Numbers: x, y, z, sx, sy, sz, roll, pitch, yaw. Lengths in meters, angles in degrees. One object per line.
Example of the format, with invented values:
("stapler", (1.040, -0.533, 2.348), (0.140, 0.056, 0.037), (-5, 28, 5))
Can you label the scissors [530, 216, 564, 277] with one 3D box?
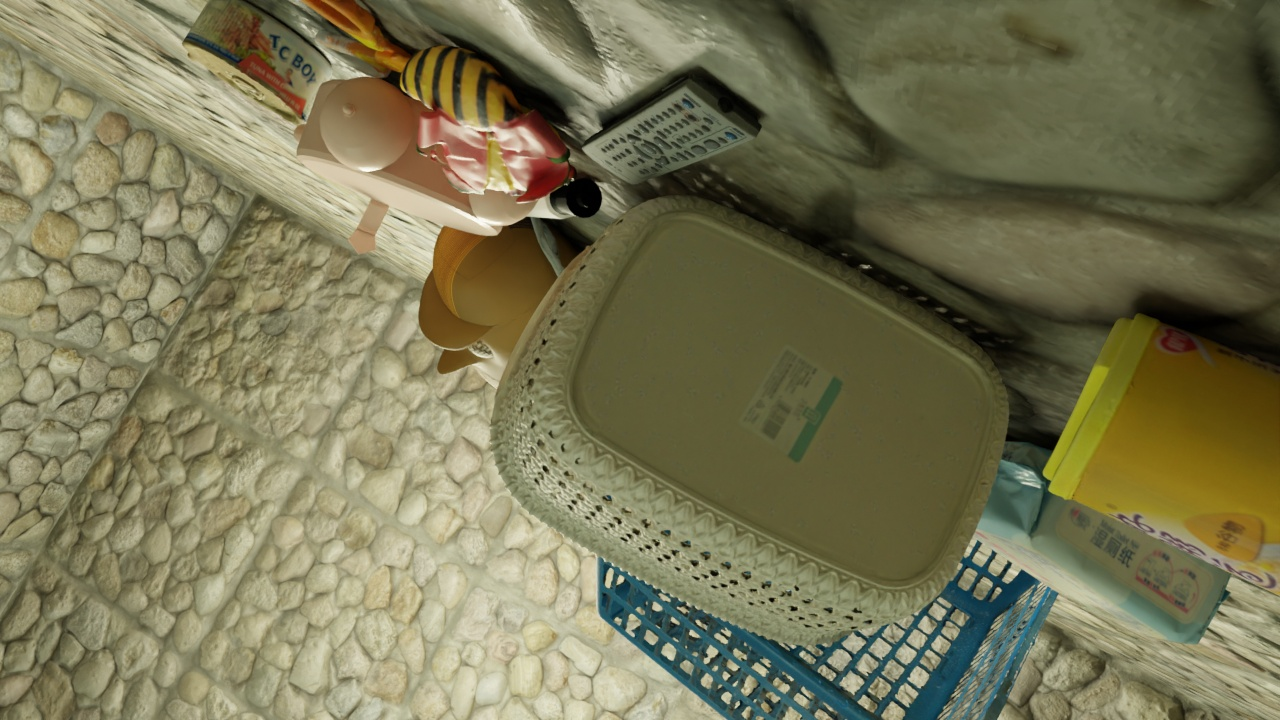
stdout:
("scissors", (-0.049, -0.040, 0.670), (0.141, 0.014, 0.173), (-17, -93, -76))

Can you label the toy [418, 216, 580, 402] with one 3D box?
("toy", (-0.103, -0.043, 0.756), (0.198, 0.162, 0.203), (42, 171, 28))

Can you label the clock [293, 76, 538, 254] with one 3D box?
("clock", (-0.144, -0.113, 0.570), (0.131, 0.086, 0.161), (20, 171, -28))

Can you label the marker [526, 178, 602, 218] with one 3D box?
("marker", (-0.057, -0.102, 0.578), (0.025, 0.025, 0.126), (32, 175, -27))

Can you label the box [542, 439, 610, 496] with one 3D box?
("box", (-0.008, 0.012, 0.565), (0.108, 0.136, 0.126), (29, 135, -7))

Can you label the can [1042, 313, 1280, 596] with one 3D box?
("can", (0.193, 0.034, 0.293), (0.105, 0.067, 0.067), (27, 175, 25))

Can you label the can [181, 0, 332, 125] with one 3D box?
("can", (-0.251, -0.197, 0.604), (0.086, 0.043, 0.086), (29, 175, 3))

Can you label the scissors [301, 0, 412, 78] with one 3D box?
("scissors", (-0.134, -0.161, 0.488), (0.125, 0.011, 0.128), (30, 174, -37))

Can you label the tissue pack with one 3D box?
("tissue pack", (0.271, 0.106, 0.586), (0.182, 0.070, 0.112), (33, 174, -17))

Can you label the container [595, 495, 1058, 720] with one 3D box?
("container", (0.142, 0.153, 0.658), (0.257, 0.089, 0.361), (32, -155, 25))

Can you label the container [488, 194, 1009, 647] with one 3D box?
("container", (0.052, 0.029, 0.458), (0.246, 0.184, 0.143), (27, 166, -3))

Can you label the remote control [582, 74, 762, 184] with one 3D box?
("remote control", (0.007, -0.092, 0.379), (0.033, 0.013, 0.136), (31, 175, -18))

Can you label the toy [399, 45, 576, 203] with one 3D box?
("toy", (-0.075, -0.112, 0.458), (0.084, 0.046, 0.103), (12, 157, 34))
